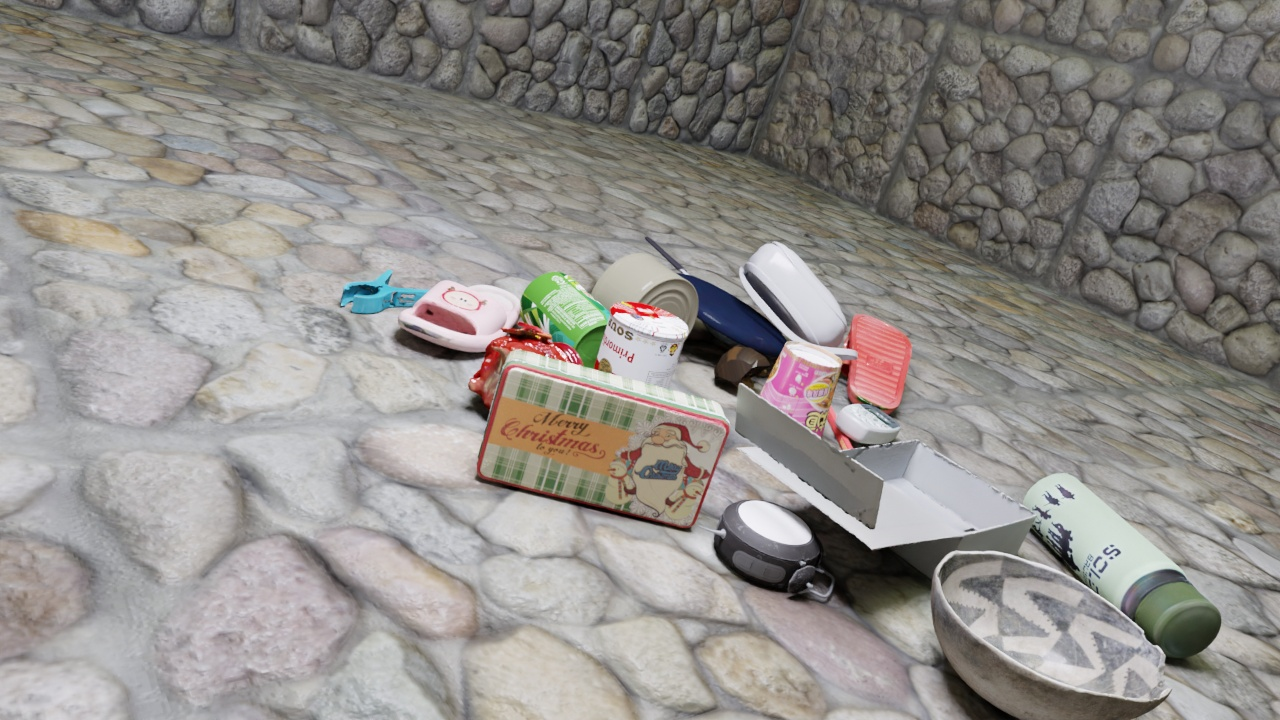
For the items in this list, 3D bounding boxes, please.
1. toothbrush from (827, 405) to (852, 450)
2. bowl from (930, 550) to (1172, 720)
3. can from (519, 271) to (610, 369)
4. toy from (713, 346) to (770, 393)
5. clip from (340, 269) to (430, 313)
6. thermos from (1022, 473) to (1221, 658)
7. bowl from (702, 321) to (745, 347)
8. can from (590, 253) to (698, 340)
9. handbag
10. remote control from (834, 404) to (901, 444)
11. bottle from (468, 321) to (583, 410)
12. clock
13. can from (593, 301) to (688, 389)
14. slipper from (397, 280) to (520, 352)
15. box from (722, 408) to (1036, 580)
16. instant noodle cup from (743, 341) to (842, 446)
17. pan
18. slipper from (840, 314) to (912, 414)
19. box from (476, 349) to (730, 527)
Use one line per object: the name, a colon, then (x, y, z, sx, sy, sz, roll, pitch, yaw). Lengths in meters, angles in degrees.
toothbrush: (0.242, 0.073, 1.182, 0.018, 0.012, 0.212, 15, 20, -7)
bowl: (0.304, 0.230, 0.719, 0.178, 0.081, 0.178, 15, 20, -6)
can: (-0.081, -0.042, 1.105, 0.083, 0.083, 0.144, 3, 26, -35)
toy: (0.137, 0.011, 1.201, 0.076, 0.062, 0.100, -15, -1, 24)
clip: (-0.303, -0.076, 1.099, 0.102, 0.027, 0.119, 23, 20, 20)
thermos: (0.491, 0.209, 0.947, 0.082, 0.082, 0.231, 12, 20, -15)
bowl: (0.132, -0.050, 1.356, 0.106, 0.039, 0.106, 28, 17, -10)
can: (0.004, -0.065, 1.176, 0.127, 0.128, 0.073, -3, 30, -44)
handbag: (0.223, -0.064, 1.354, 0.216, 0.095, 0.223, 51, -2, 9)
remote control: (0.285, 0.080, 1.154, 0.060, 0.028, 0.114, 41, 22, 32)
bottle: (-0.118, 0.008, 0.929, 0.099, 0.099, 0.111, 31, 19, 32)
clock: (0.117, 0.159, 0.804, 0.123, 0.044, 0.091, 23, 21, 15)
can: (-0.006, 0.006, 0.996, 0.086, 0.116, 0.086, 16, 20, -6)
slipper: (-0.202, -0.058, 1.089, 0.107, 0.056, 0.221, 23, 19, 9)
box: (0.232, 0.133, 0.890, 0.367, 0.099, 0.166, 7, 21, -45)
instant noodle cup: (0.185, 0.039, 1.081, 0.097, 0.109, 0.097, 15, 20, -6)
pan: (0.089, -0.109, 1.345, 0.198, 0.021, 0.356, 18, 21, -38)
slipper: (0.344, 0.014, 1.359, 0.103, 0.059, 0.248, 20, 36, 3)
box: (-0.033, 0.071, 0.808, 0.205, 0.118, 0.051, 17, 15, -7)
